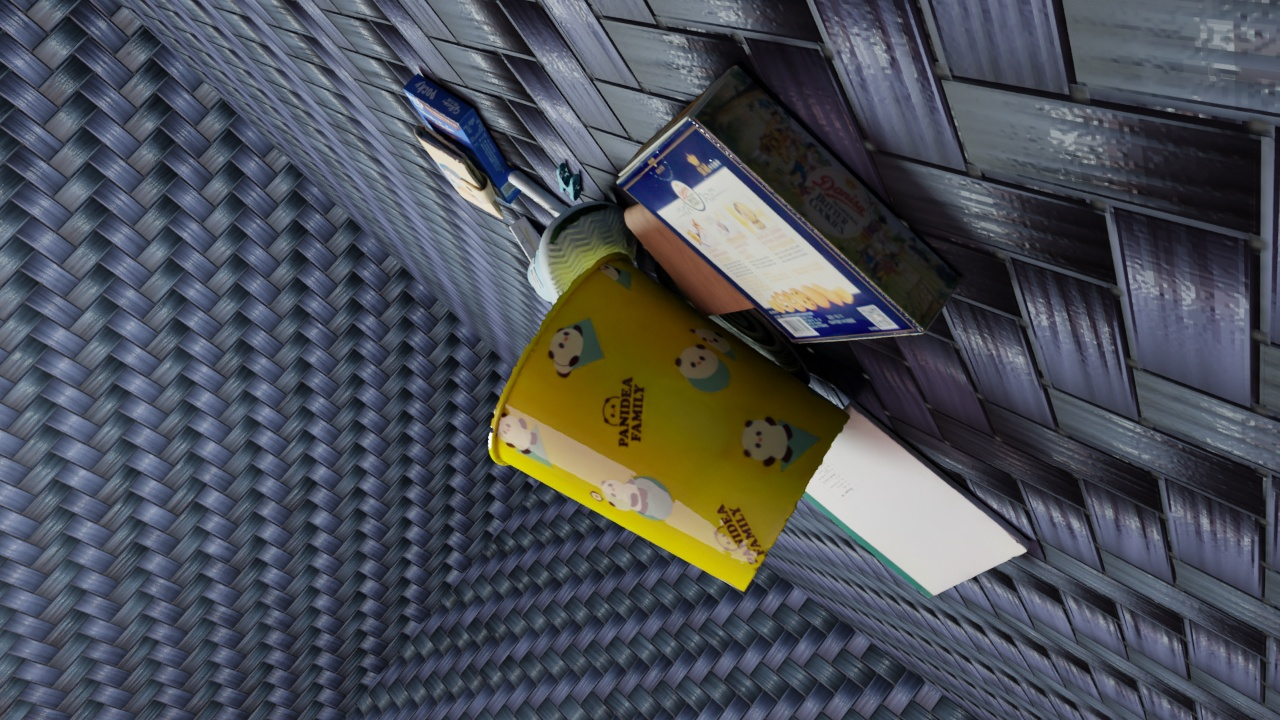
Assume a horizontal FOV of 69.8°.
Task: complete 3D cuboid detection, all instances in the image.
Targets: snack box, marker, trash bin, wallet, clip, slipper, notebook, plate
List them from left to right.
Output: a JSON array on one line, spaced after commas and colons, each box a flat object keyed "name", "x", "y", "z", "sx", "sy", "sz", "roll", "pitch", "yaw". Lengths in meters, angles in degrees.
[{"name": "wallet", "x": -0.192, "y": -0.202, "z": 0.997, "sx": 0.087, "sy": 0.024, "sz": 0.115, "roll": 40, "pitch": 171, "yaw": 25}, {"name": "snack box", "x": -0.187, "y": -0.234, "z": 0.982, "sx": 0.084, "sy": 0.026, "sz": 0.157, "roll": 36, "pitch": 170, "yaw": 21}, {"name": "snack box", "x": -0.108, "y": -0.103, "z": 1.144, "sx": 0.156, "sy": 0.027, "sz": 0.085, "roll": 56, "pitch": -179, "yaw": 34}, {"name": "marker", "x": -0.084, "y": -0.158, "z": 0.974, "sx": 0.146, "sy": 0.017, "sz": 0.017, "roll": 38, "pitch": 171, "yaw": 8}, {"name": "clip", "x": -0.067, "y": -0.168, "z": 0.870, "sx": 0.043, "sy": 0.014, "sz": 0.056, "roll": 39, "pitch": 171, "yaw": 8}, {"name": "slipper", "x": -0.060, "y": -0.091, "z": 0.911, "sx": 0.074, "sy": 0.104, "sz": 0.246, "roll": 44, "pitch": 166, "yaw": 14}, {"name": "trash bin", "x": 0.032, "y": 0.063, "z": 0.834, "sx": 0.255, "sy": 0.229, "sz": 0.230, "roll": 31, "pitch": 169, "yaw": 13}, {"name": "wallet", "x": 0.041, "y": -0.085, "z": 0.735, "sx": 0.115, "sy": 0.020, "sz": 0.101, "roll": 52, "pitch": 162, "yaw": -13}, {"name": "plate", "x": 0.088, "y": -0.040, "z": 0.848, "sx": 0.179, "sy": 0.024, "sz": 0.179, "roll": 38, "pitch": 172, "yaw": 6}, {"name": "snack box", "x": 0.083, "y": -0.085, "z": 0.584, "sx": 0.182, "sy": 0.045, "sz": 0.178, "roll": 41, "pitch": 171, "yaw": -11}, {"name": "notebook", "x": 0.247, "y": 0.143, "z": 0.900, "sx": 0.209, "sy": 0.012, "sz": 0.151, "roll": 39, "pitch": 141, "yaw": 3}]

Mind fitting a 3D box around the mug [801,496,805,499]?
[{"name": "mug", "x": 0.151, "y": 0.116, "z": 1.118, "sx": 0.124, "sy": 0.083, "sz": 0.103, "roll": 41, "pitch": 180, "yaw": -7}]
